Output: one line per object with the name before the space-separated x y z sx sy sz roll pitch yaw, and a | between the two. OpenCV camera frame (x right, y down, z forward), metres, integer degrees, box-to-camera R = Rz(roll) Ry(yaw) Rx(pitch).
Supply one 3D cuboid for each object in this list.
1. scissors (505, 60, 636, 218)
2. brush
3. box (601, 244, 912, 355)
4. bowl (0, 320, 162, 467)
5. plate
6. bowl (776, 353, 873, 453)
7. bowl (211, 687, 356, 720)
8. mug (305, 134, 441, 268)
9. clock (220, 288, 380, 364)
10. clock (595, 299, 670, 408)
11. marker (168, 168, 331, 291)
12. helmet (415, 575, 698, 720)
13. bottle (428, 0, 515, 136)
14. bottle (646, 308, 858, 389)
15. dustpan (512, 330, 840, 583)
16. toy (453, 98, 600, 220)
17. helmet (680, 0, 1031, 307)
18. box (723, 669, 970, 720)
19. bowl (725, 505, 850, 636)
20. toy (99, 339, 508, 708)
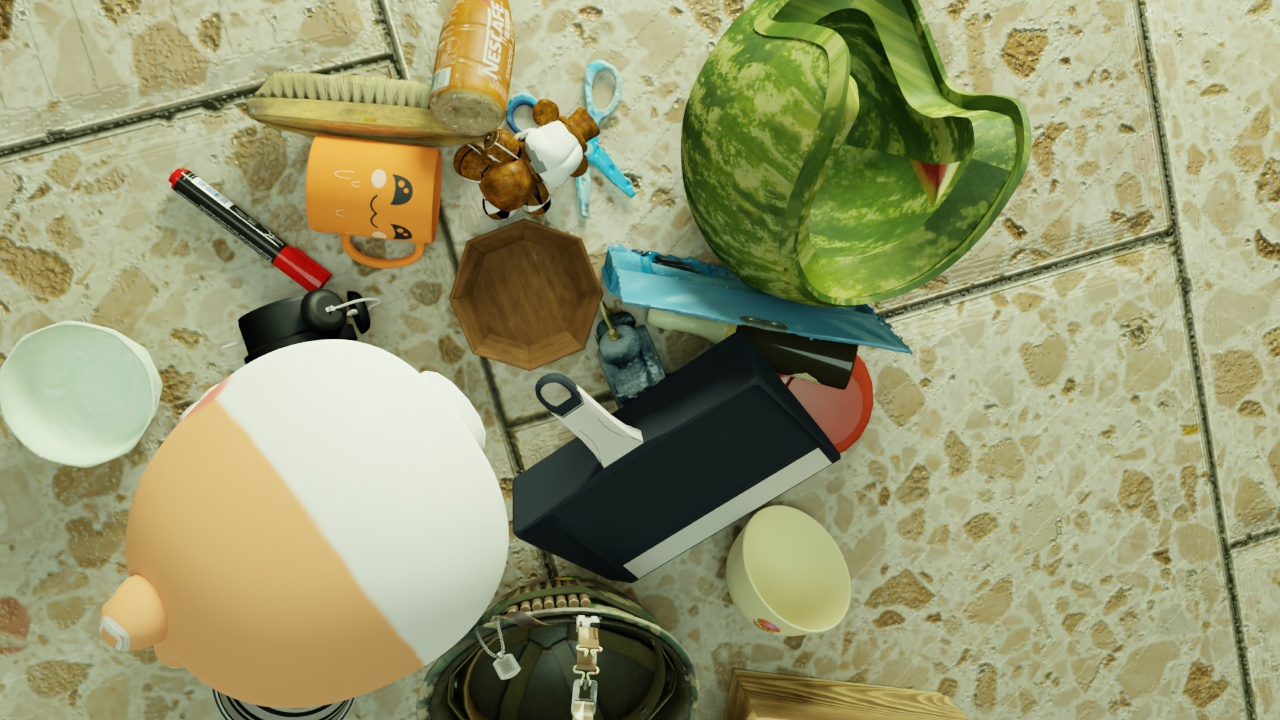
scissors | -0.061 -0.189 0.794 0.127 0.012 0.137 -1 101 -7
brush | -0.215 -0.203 0.746 0.195 0.059 0.043 1 87 -12
box | 0.087 -0.048 0.752 0.231 0.174 0.033 10 107 -8
bowl | -0.447 0.023 0.748 0.117 0.061 0.117 -1 99 -8
plate | -0.100 -0.057 0.798 0.131 0.025 0.131 -2 102 -8
bowl | 0.162 0.039 0.845 0.122 0.035 0.122 -1 99 -7
bowl | -0.302 0.264 0.800 0.120 0.066 0.120 -1 98 -8
mug | -0.217 -0.125 0.757 0.096 0.077 0.113 5 129 -8
clock | -0.271 -0.028 0.750 0.121 0.091 0.042 -20 90 9
clock | -0.005 0.005 0.790 0.052 0.090 0.129 -22 107 2
marker | -0.325 -0.109 0.766 0.145 0.021 0.023 39 69 -11
helmet | -0.065 0.278 0.743 0.224 0.236 0.193 1 104 -26
bottle | -0.128 -0.263 0.728 0.059 0.059 0.167 7 71 -9
bottle | 0.095 -0.019 0.807 0.184 0.045 0.045 15 96 9
dustpan | 0.008 0.082 0.736 0.237 0.080 0.273 -34 121 15
toy | -0.088 -0.167 0.760 0.112 0.067 0.087 -41 135 -8
helmet | 0.140 -0.167 0.709 0.213 0.246 0.244 9 132 -23
box | 0.172 0.459 0.821 0.258 0.220 0.279 9 99 -7
bowl | 0.122 0.202 0.839 0.118 0.117 0.074 32 135 -11
toy | -0.241 0.122 0.680 0.280 0.263 0.265 -36 78 -23
